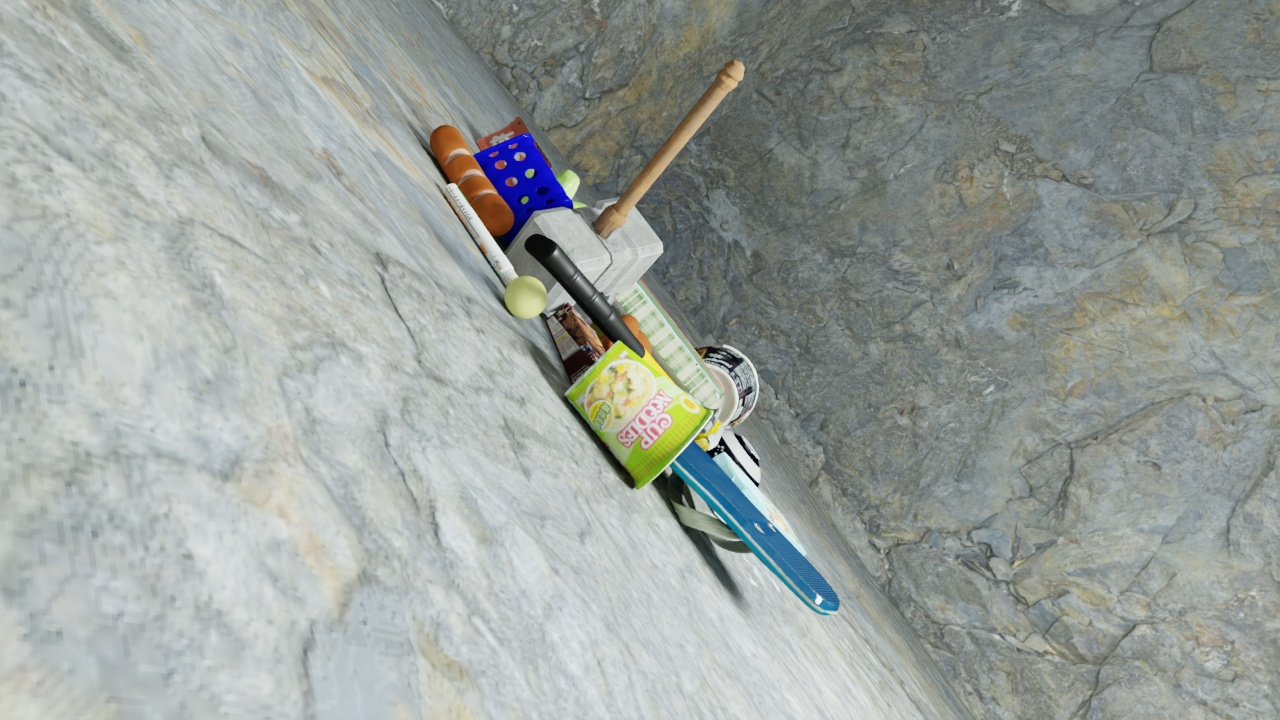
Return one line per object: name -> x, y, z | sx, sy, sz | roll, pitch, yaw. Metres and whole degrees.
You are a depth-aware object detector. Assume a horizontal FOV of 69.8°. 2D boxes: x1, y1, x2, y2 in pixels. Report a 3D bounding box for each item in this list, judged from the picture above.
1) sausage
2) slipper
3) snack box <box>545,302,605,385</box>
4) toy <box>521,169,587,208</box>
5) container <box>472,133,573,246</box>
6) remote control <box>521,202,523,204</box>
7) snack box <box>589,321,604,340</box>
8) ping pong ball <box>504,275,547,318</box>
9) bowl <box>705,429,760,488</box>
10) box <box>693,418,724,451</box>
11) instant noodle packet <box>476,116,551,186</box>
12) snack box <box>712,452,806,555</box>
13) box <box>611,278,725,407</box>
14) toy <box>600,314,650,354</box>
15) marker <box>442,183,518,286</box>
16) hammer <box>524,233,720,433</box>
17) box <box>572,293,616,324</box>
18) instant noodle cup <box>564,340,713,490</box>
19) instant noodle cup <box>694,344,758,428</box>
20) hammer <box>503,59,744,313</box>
sausage -> -0.189, -0.199, 1.025 | 0.164, 0.039, 0.045 | 56, -26, 25
slipper -> 0.076, 0.154, 0.917 | 0.295, 0.060, 0.118 | 45, 5, 28
snack box -> -0.056, -0.001, 0.940 | 0.051, 0.032, 0.140 | 47, 8, -36
toy -> -0.113, -0.203, 1.359 | 0.150, 0.107, 0.197 | 28, -20, 39
container -> -0.137, -0.189, 1.078 | 0.113, 0.085, 0.085 | 58, -15, 25
remote control -> -0.122, -0.181, 1.146 | 0.147, 0.015, 0.033 | 19, 10, 16
snack box -> -0.007, 0.007, 1.172 | 0.181, 0.045, 0.121 | 52, 7, -7
ping pong ball -> -0.108, -0.059, 0.860 | 0.040, 0.040, 0.040 | 51, 7, -9
bowl -> 0.130, 0.142, 1.299 | 0.120, 0.066, 0.120 | 51, 7, -9
box -> 0.068, 0.094, 1.146 | 0.037, 0.064, 0.209 | 58, 7, 3
instant noodle packet -> -0.169, -0.265, 1.519 | 0.164, 0.084, 0.221 | 57, -3, 40
snack box -> 0.140, 0.195, 1.162 | 0.174, 0.053, 0.075 | 49, 7, -37
box -> 0.022, -0.012, 1.265 | 0.205, 0.050, 0.118 | 52, -22, -2
toy -> -0.029, -0.002, 1.038 | 0.127, 0.065, 0.095 | -47, 141, -68
marker -> -0.160, -0.124, 0.940 | 0.145, 0.017, 0.017 | 54, 7, 19
hammer -> -0.013, -0.016, 0.886 | 0.127, 0.029, 0.323 | 30, -12, 39
box -> -0.078, -0.104, 1.140 | 0.126, 0.084, 0.155 | 59, 8, -4
instant noodle cup -> -0.006, 0.044, 0.822 | 0.108, 0.099, 0.099 | 45, 7, -1
instant noodle cup -> 0.103, 0.047, 1.380 | 0.137, 0.137, 0.112 | 53, 15, 3
hammer -> 0.004, -0.185, 0.945 | 0.162, 0.319, 0.083 | -22, 72, -50
